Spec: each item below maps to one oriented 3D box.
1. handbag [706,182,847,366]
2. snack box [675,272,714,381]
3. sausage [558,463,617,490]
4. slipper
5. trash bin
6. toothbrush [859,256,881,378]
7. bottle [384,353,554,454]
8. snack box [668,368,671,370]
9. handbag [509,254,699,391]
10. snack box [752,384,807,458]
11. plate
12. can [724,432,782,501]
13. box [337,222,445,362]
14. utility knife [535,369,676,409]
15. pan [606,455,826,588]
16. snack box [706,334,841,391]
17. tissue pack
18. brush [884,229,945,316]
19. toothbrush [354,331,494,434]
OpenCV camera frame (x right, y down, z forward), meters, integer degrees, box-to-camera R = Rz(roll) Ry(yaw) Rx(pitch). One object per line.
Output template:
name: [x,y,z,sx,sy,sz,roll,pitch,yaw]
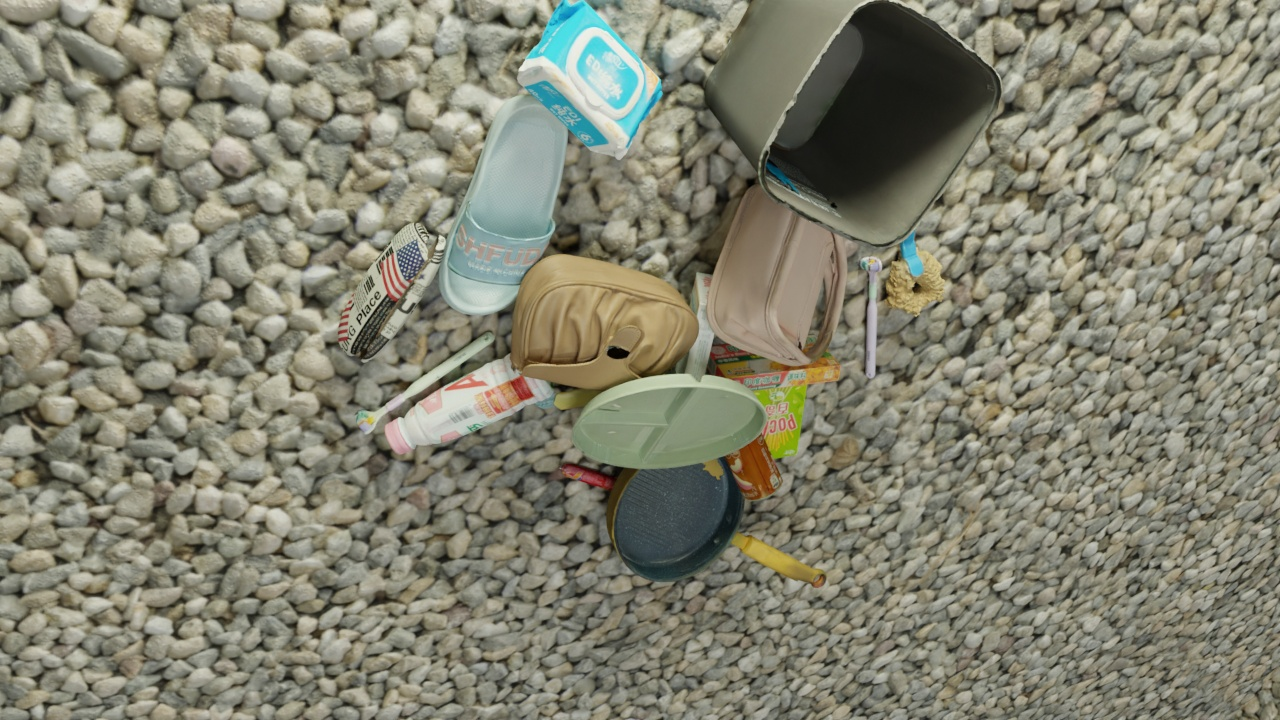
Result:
handbag: [0.183,-0.082,1.072,0.234,0.093,0.193,36,69,-50]
snack box: [0.066,-0.018,1.101,0.027,0.084,0.157,9,120,-5]
sausage: [-0.044,0.162,1.223,0.155,0.020,0.020,21,113,-29]
slipper: [-0.134,-0.151,0.951,0.104,0.074,0.246,10,117,-26]
trash bin: [0.186,-0.256,0.905,0.198,0.219,0.199,20,113,-30]
toothbrush: [0.303,-0.051,1.205,0.021,0.029,0.189,-44,138,-37]
bottle: [-0.201,0.051,1.067,0.197,0.068,0.068,-26,127,3]
snack box: [-0.007,0.007,1.125,0.087,0.033,0.141,-9,123,-13]
handbag: [-0.040,-0.029,1.006,0.204,0.099,0.148,11,121,-30]
snack box: [0.177,0.067,1.234,0.085,0.026,0.157,-8,125,-14]
plate: [0.033,0.073,1.074,0.230,0.027,0.231,-4,153,-2]
can: [0.133,0.108,1.195,0.058,0.058,0.147,-26,104,-2]
box: [-0.269,-0.073,0.959,0.076,0.075,0.164,33,109,-28]
utility knife: [-0.042,0.038,1.102,0.176,0.019,0.031,-13,121,-11]
pan: [0.115,0.237,1.256,0.357,0.078,0.198,28,93,-30]
snack box: [0.165,0.005,1.156,0.155,0.077,0.027,-7,124,-16]
tissue pack: [-0.046,-0.272,0.891,0.140,0.063,0.090,38,75,-34]
brush: [0.334,-0.155,1.125,0.083,0.045,0.255,-20,132,-2]
toothbrush: [-0.247,0.023,1.059,0.189,0.029,0.020,-34,169,3]
